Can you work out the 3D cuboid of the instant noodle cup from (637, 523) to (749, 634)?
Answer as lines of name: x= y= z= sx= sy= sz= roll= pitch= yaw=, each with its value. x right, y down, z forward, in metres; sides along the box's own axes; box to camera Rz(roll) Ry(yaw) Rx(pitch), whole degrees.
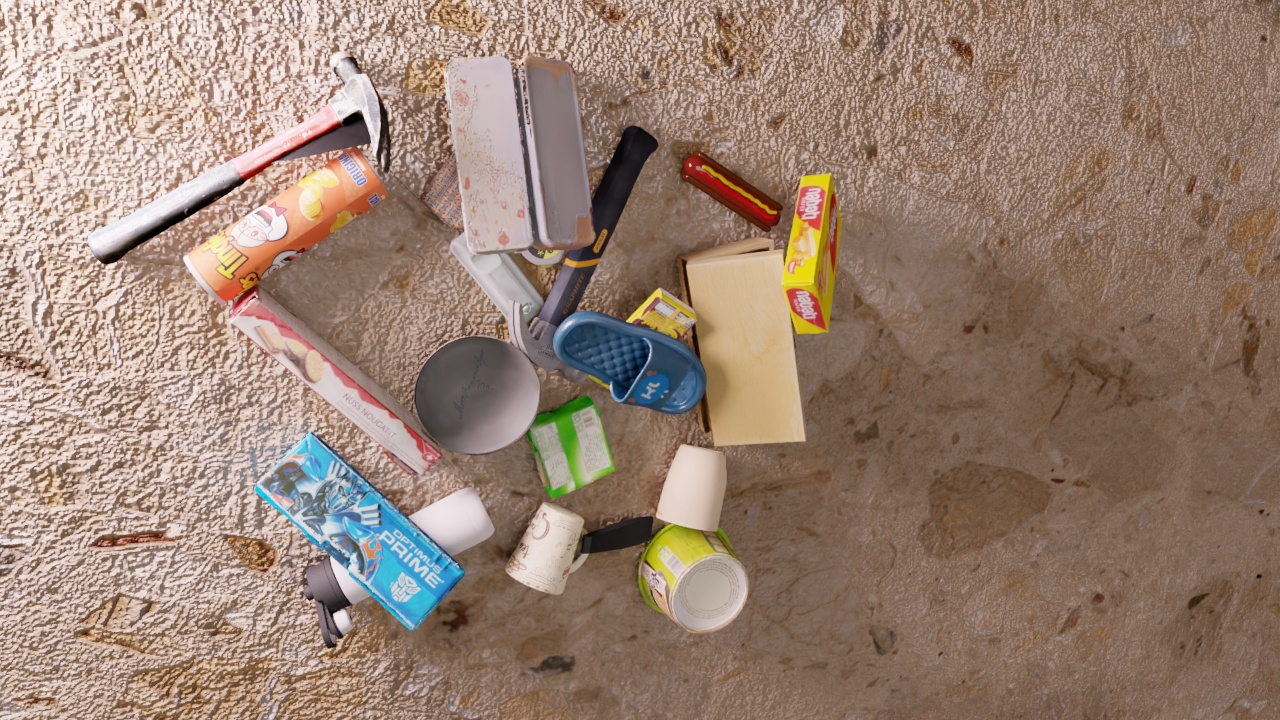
instant noodle cup: x=0.078 y=0.302 z=1.264 sx=0.146 sy=0.098 sz=0.146 roll=-6 pitch=107 yaw=-21

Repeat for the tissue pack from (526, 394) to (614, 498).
tissue pack: x=-0.092 y=0.113 z=1.177 sx=0.099 sy=0.034 sz=0.114 roll=-22 pitch=111 yaw=-18

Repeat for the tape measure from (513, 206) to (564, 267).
tape measure: x=-0.121 y=-0.147 z=1.099 sx=0.065 sy=0.017 sz=0.064 roll=16 pitch=98 yaw=-25

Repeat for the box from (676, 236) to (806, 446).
box: x=0.131 y=-0.021 z=1.188 sx=0.140 sy=0.148 sz=0.249 roll=-13 pitch=108 yaw=-7

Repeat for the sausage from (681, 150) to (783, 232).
sausage: x=0.118 y=-0.214 z=1.166 sx=0.155 sy=0.040 sz=0.040 roll=27 pitch=93 yaw=-27

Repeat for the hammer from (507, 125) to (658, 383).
hammer: x=-0.058 y=-0.133 z=1.110 sx=0.139 sy=0.035 sz=0.312 roll=26 pitch=90 yaw=-44

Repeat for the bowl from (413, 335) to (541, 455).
bowl: x=-0.197 y=0.035 z=1.097 sx=0.150 sy=0.057 sz=0.151 roll=-6 pitch=108 yaw=-18

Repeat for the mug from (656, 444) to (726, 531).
mug: x=0.082 y=0.171 z=1.245 sx=0.111 sy=0.085 sz=0.104 roll=14 pitch=88 yaw=-53

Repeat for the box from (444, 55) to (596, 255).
box: x=-0.132 y=-0.227 z=1.018 sx=0.157 sy=0.063 sz=0.216 roll=-6 pitch=89 yaw=-19

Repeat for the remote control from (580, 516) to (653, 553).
remote control: x=-0.029 y=0.235 z=1.226 sx=0.124 sy=0.010 sz=0.039 roll=-4 pitch=108 yaw=-44

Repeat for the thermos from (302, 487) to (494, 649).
thermos: x=-0.286 y=0.246 z=1.106 sx=0.229 sy=0.069 sz=0.101 roll=-26 pitch=76 yaw=-13

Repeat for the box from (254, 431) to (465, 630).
box: x=-0.317 y=0.194 z=1.040 sx=0.243 sy=0.066 sz=0.090 roll=43 pitch=79 yaw=-3

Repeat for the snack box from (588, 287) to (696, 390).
snack box: x=-0.001 y=-0.021 z=1.145 sx=0.061 sy=0.025 sz=0.149 roll=32 pitch=118 yaw=-26

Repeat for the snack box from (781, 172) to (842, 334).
snack box: x=0.217 y=-0.136 z=1.148 sx=0.092 sy=0.042 sz=0.200 roll=63 pitch=33 yaw=-44

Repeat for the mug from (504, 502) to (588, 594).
mug: x=-0.106 y=0.245 z=1.196 sx=0.122 sy=0.081 sz=0.097 roll=26 pitch=86 yaw=-47

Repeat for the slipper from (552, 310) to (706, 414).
slipper: x=-0.007 y=0.006 z=1.109 sx=0.213 sy=0.059 sz=0.104 roll=28 pitch=117 yaw=-27

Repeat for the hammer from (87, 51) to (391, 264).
hammer: x=-0.406 y=-0.187 z=0.937 sx=0.326 sy=0.036 sz=0.140 roll=-31 pitch=72 yaw=-5

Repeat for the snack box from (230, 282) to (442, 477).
snack box: x=-0.337 y=0.026 z=1.029 sx=0.044 sy=0.076 sz=0.273 roll=-44 pitch=117 yaw=-2

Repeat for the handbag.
handbag: x=-0.247 y=-0.231 z=1.022 sx=0.195 sy=0.043 sz=0.093 roll=35 pitch=93 yaw=-18

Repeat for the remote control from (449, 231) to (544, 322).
remote control: x=-0.168 y=-0.100 z=1.090 sx=0.050 sy=0.022 sz=0.133 roll=-41 pitch=116 yaw=-7

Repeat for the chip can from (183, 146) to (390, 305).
chip can: x=-0.371 y=-0.144 z=0.972 sx=0.210 sy=0.062 sz=0.062 roll=-36 pitch=115 yaw=-9
